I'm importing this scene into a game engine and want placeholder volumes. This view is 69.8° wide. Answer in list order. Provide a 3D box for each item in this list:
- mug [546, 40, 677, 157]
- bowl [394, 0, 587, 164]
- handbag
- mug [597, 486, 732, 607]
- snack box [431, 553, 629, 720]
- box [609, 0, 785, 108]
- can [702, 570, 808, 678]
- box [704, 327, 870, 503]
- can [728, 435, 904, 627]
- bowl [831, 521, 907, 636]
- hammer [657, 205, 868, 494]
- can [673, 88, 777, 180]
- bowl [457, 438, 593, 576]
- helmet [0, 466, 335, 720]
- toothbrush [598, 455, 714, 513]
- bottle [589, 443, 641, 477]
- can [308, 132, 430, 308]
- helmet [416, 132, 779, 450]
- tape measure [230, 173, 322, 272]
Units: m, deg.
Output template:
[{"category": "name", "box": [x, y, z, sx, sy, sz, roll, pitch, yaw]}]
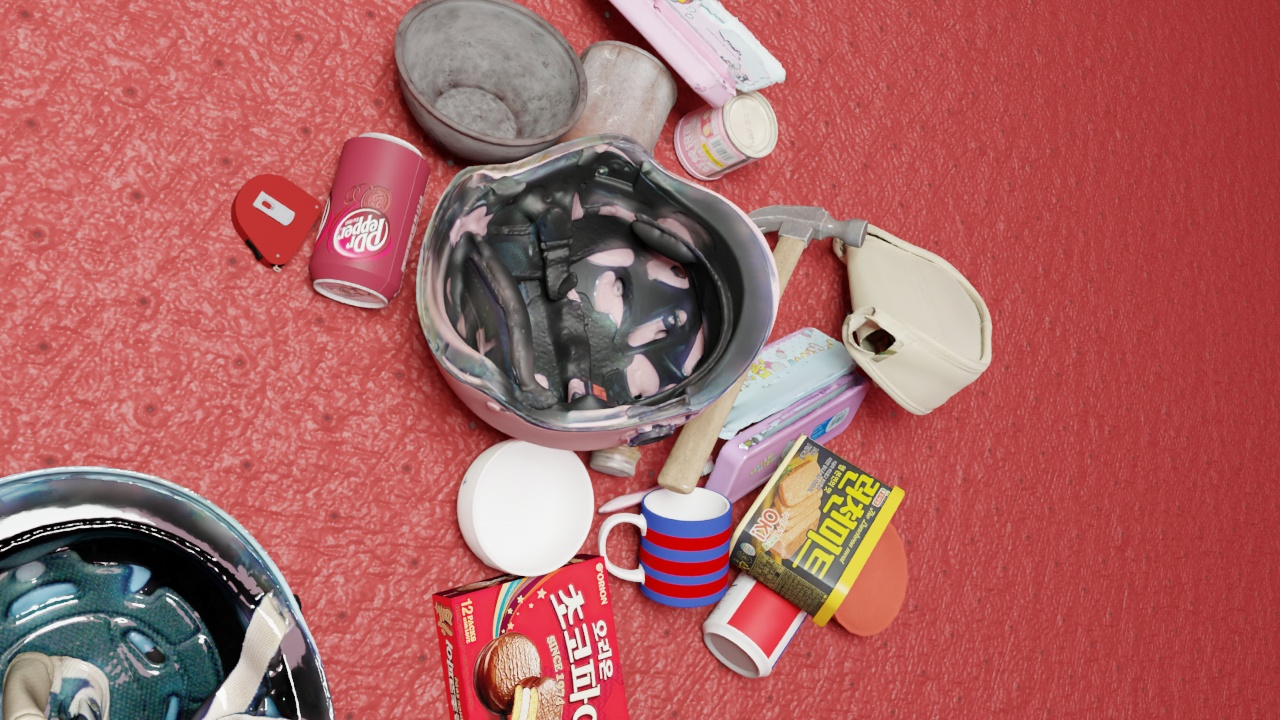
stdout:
[{"category": "mug", "box": [-0.022, -0.189, 0.782, 0.123, 0.096, 0.110, 48, 62, -50]}, {"category": "bowl", "box": [-0.120, -0.204, 0.704, 0.145, 0.067, 0.144, 11, 60, -19]}, {"category": "handbag", "box": [0.250, -0.029, 0.918, 0.184, 0.132, 0.228, 35, 29, -16]}, {"category": "mug", "box": [0.019, 0.155, 0.759, 0.111, 0.075, 0.076, -3, 105, -16]}, {"category": "snack box", "box": [-0.081, 0.240, 0.706, 0.132, 0.036, 0.152, -8, 88, -36]}, {"category": "box", "box": [0.024, -0.302, 0.805, 0.201, 0.059, 0.155, 50, 31, 12]}, {"category": "can", "box": [0.118, 0.215, 0.829, 0.131, 0.070, 0.070, -46, 110, -30]}, {"category": "box", "box": [0.120, 0.044, 0.869, 0.213, 0.090, 0.092, -24, 54, -40]}, {"category": "can", "box": [0.149, 0.144, 0.795, 0.101, 0.073, 0.130, 32, 58, 15]}, {"category": "bowl", "box": [0.215, 0.212, 0.920, 0.121, 0.035, 0.122, 5, 81, -35]}, {"category": "hammer", "box": [0.096, -0.020, 0.815, 0.330, 0.119, 0.031, -62, 156, -29]}, {"category": "can", "box": [0.078, -0.209, 0.853, 0.067, 0.076, 0.067, 6, 80, -35]}, {"category": "bowl", "box": [-0.093, 0.111, 0.704, 0.104, 0.054, 0.105, 6, 80, -37]}, {"category": "helmet", "box": [-0.294, 0.187, 0.479, 0.224, 0.167, 0.265, -16, 95, -38]}, {"category": "toothbrush", "box": [0.017, 0.111, 0.803, 0.134, 0.022, 0.016, -20, 85, -38]}, {"category": "bottle", "box": [-0.005, 0.005, 0.780, 0.053, 0.053, 0.186, 22, 71, -31]}, {"category": "can", "box": [-0.193, -0.100, 0.655, 0.063, 0.063, 0.114, 20, 73, -32]}, {"category": "helmet", "box": [-0.032, -0.033, 0.684, 0.255, 0.153, 0.229, -14, 66, -14]}, {"category": "tape measure", "box": [-0.257, -0.099, 0.636, 0.051, 0.019, 0.058, 35, 65, -27]}]
